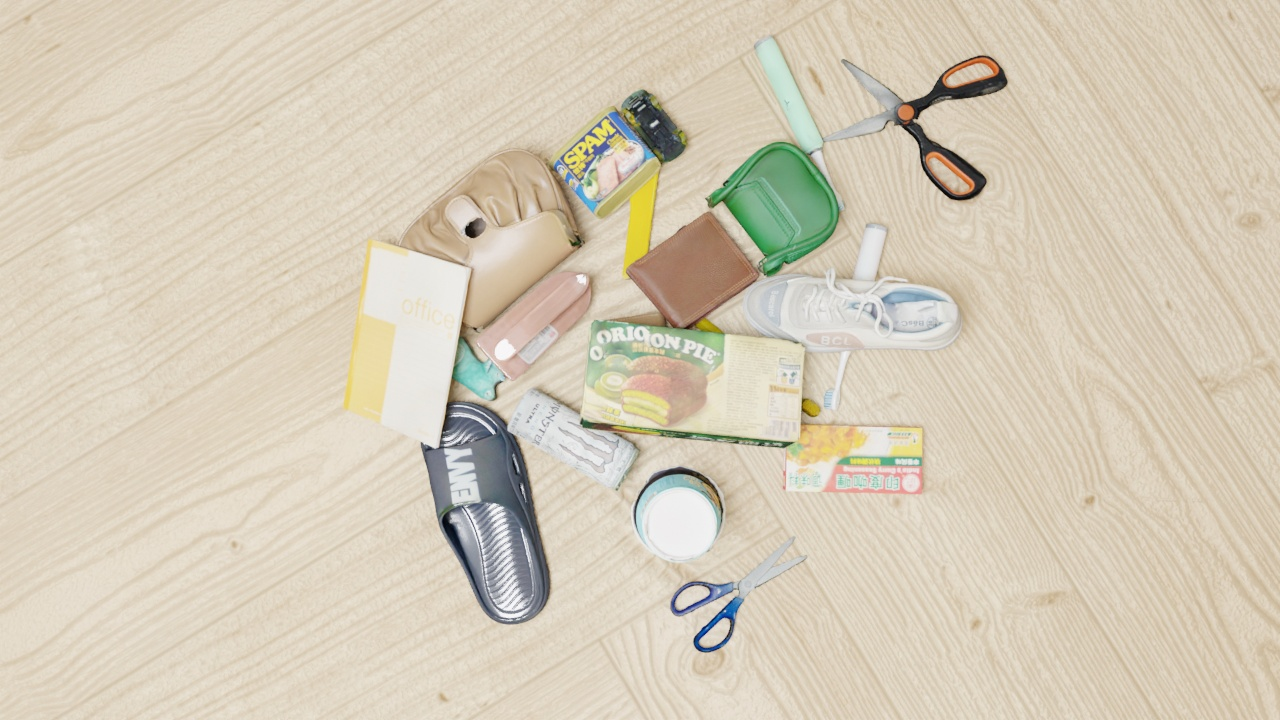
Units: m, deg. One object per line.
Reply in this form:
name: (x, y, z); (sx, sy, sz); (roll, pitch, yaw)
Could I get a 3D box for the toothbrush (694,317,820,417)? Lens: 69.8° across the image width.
toothbrush: (0.133, 0.004, 1.068); (0.190, 0.016, 0.015); (38, 87, 3)

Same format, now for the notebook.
notebook: (-0.266, -0.021, 1.030); (0.146, 0.010, 0.206); (19, 104, 24)

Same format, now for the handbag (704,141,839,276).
handbag: (0.155, -0.174, 1.051); (0.120, 0.068, 0.131); (-38, 87, -1)

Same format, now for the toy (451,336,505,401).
toy: (-0.196, 0.005, 1.070); (0.092, 0.030, 0.096); (37, 81, -2)

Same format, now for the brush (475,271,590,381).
brush: (-0.113, -0.046, 1.041); (0.145, 0.073, 0.063); (-43, 93, -11)

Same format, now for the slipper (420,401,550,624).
slipper: (-0.173, 0.172, 1.034); (0.110, 0.083, 0.268); (-19, 88, -2)

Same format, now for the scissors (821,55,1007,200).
scissors: (0.331, -0.282, 1.080); (0.234, 0.022, 0.221); (-28, 82, 0)

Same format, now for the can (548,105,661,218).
can: (-0.039, -0.226, 1.055); (0.102, 0.057, 0.083); (-41, 81, 7)

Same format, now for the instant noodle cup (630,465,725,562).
instant noodle cup: (0.044, 0.175, 1.009); (0.111, 0.120, 0.111); (0, 87, 1)

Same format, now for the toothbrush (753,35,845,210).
toothbrush: (0.190, -0.277, 1.078); (0.027, 0.026, 0.224); (-27, 86, 39)

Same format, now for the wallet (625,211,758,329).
wallet: (0.061, -0.102, 1.061); (0.124, 0.032, 0.101); (-36, 82, -11)

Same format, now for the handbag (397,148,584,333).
handbag: (-0.171, -0.139, 1.040); (0.204, 0.099, 0.148); (-40, 83, 5)

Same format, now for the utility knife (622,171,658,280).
utility knife: (-0.002, -0.170, 1.081); (0.033, 0.015, 0.153); (7, 88, 9)

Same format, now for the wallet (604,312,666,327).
wallet: (-0.006, 0.006, 1.064); (0.090, 0.033, 0.115); (-9, 86, -2)

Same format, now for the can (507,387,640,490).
can: (-0.076, 0.090, 1.047); (0.147, 0.058, 0.058); (30, 88, 3)

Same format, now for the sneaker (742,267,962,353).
sneaker: (0.227, -0.053, 1.008); (0.242, 0.090, 0.089); (6, 84, 19)

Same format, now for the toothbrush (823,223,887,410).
toothbrush: (0.248, -0.050, 1.064); (0.026, 0.026, 0.221); (12, 87, 43)

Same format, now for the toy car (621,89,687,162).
toy car: (0.016, -0.273, 1.075); (0.043, 0.036, 0.091); (-37, 86, -2)

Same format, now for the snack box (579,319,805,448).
snack box: (0.056, 0.028, 1.014); (0.240, 0.063, 0.114); (5, 77, -4)

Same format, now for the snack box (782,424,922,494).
snack box: (0.243, 0.113, 1.055); (0.156, 0.027, 0.077); (1, 88, 1)

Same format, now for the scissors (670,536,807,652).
scissors: (0.119, 0.272, 1.057); (0.171, 0.012, 0.140); (-3, 85, 0)
